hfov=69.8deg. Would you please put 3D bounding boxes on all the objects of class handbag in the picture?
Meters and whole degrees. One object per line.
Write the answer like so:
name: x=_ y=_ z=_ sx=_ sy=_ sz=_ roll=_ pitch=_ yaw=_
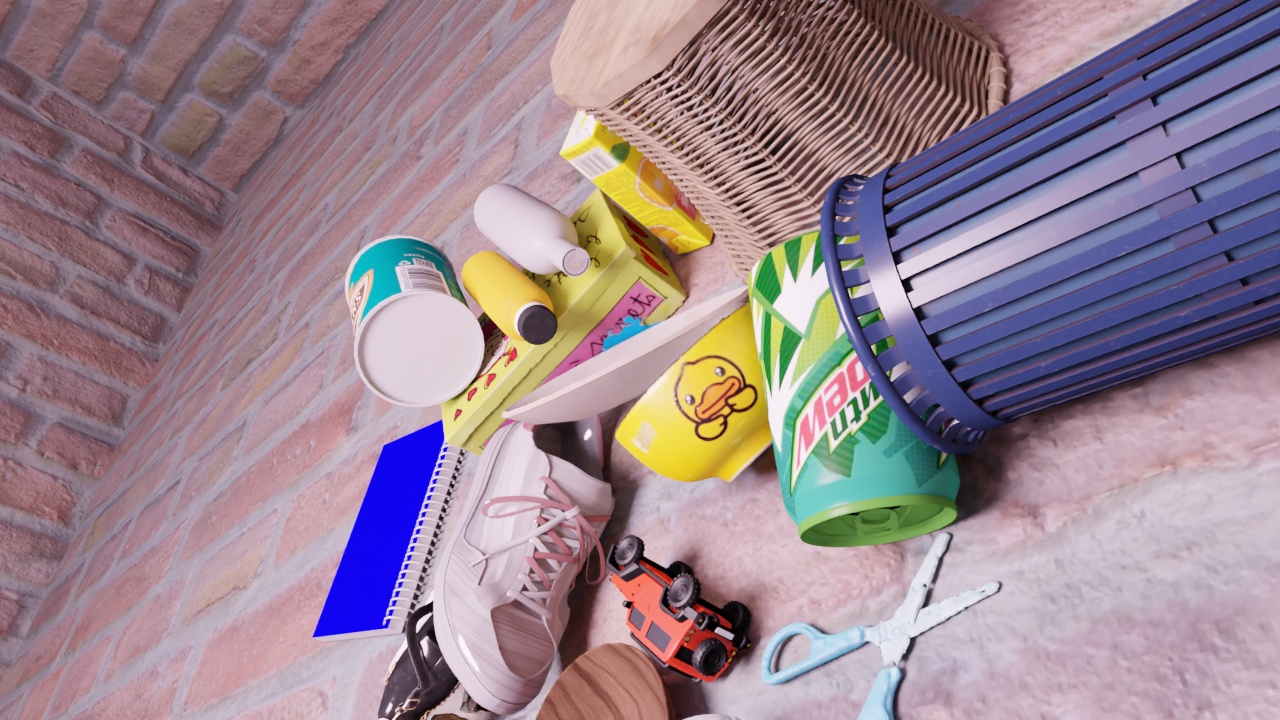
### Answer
handbag: x=-0.141 y=0.201 z=0.620 sx=0.079 sy=0.054 sz=0.128 roll=-53 pitch=1 yaw=4

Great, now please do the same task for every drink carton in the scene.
drink carton: x=0.007 y=-0.145 z=0.708 sx=0.043 sy=0.134 sz=0.058 roll=-12 pitch=50 yaw=46

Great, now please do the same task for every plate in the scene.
plate: x=-0.003 y=0.003 z=0.620 sx=0.189 sy=0.027 sz=0.188 roll=-27 pitch=4 yaw=2

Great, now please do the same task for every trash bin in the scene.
trash bin: x=0.213 y=-0.067 z=0.354 sx=0.250 sy=0.139 sz=0.139 roll=-27 pitch=42 yaw=37

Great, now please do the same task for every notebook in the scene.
notebook: x=-0.237 y=0.160 z=0.881 sx=0.172 sy=0.022 sz=0.208 roll=-22 pitch=46 yaw=45

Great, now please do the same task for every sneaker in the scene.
sneaker: x=-0.065 y=0.112 z=0.615 sx=0.090 sy=0.099 sz=0.235 roll=-42 pitch=29 yaw=33

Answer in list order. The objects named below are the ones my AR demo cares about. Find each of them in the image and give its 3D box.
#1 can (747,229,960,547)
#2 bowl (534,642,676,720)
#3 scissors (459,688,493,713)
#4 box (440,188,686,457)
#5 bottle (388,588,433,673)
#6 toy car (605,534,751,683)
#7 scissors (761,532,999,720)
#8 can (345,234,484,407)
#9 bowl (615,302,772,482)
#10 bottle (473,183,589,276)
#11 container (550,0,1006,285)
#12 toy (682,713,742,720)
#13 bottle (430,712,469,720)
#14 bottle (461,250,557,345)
can: x=0.104 y=0.013 z=0.457 sx=0.083 sy=0.083 sz=0.144 roll=-28 pitch=57 yaw=39
bowl: x=-0.016 y=0.221 z=0.510 sx=0.120 sy=0.032 sz=0.119 roll=-35 pitch=38 yaw=32
scissors: x=-0.090 y=0.162 z=0.681 sx=0.189 sy=0.015 sz=0.140 roll=-58 pitch=30 yaw=-1
box: x=-0.071 y=-0.025 z=0.764 sx=0.221 sy=0.079 sz=0.124 roll=-46 pitch=33 yaw=19
bottle: x=-0.148 y=0.195 z=0.706 sx=0.041 sy=0.041 sz=0.116 roll=18 pitch=78 yaw=58
toy car: x=0.017 y=0.140 z=0.518 sx=0.048 sy=0.051 sz=0.100 roll=-58 pitch=32 yaw=-6
scissors: x=0.106 y=0.137 z=0.442 sx=0.118 sy=0.015 sz=0.139 roll=13 pitch=67 yaw=56
can: x=-0.194 y=-0.037 z=0.775 sx=0.099 sy=0.099 sz=0.144 roll=-52 pitch=31 yaw=9
bowl: x=0.050 y=0.028 z=0.540 sx=0.117 sy=0.067 sz=0.117 roll=-42 pitch=-10 yaw=-9
bottle: x=-0.084 y=-0.101 z=0.733 sx=0.052 sy=0.052 sz=0.195 roll=-55 pitch=31 yaw=3
container: x=0.078 y=-0.187 z=0.587 sx=0.227 sy=0.196 sz=0.226 roll=-34 pitch=38 yaw=32
toy: x=0.000 y=0.274 z=0.365 sx=0.264 sy=0.187 sz=0.128 roll=-60 pitch=-15 yaw=-50
bottle: x=-0.148 y=0.290 z=0.606 sx=0.105 sy=0.056 sz=0.056 roll=-50 pitch=32 yaw=10
bottle: x=-0.101 y=-0.048 z=0.713 sx=0.043 sy=0.043 sz=0.143 roll=-55 pitch=32 yaw=3
